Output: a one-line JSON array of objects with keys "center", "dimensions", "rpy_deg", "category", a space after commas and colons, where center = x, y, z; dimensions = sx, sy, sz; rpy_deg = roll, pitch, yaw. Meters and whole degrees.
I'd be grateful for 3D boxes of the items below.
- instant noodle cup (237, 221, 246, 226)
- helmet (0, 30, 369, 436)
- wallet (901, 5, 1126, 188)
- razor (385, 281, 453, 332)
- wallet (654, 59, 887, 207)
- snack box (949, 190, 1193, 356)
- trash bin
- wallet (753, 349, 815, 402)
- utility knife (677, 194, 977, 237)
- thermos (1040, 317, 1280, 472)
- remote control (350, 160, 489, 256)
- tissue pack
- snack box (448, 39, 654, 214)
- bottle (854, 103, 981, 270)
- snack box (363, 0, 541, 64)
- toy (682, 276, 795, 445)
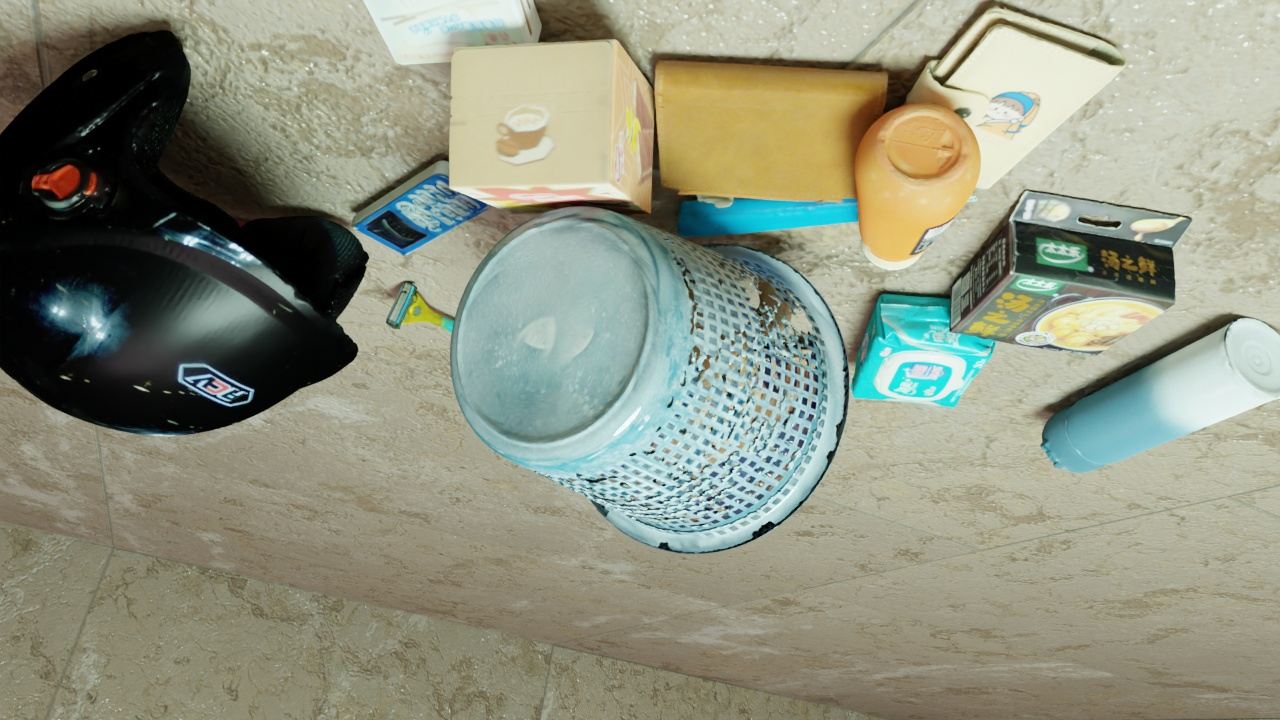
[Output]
[{"center": [-0.340, -0.037, 0.790], "dimensions": [0.138, 0.137, 0.109], "rpy_deg": [13, 163, -8], "category": "instant noodle cup"}, {"center": [-0.319, -0.060, 0.615], "dimensions": [0.275, 0.230, 0.233], "rpy_deg": [40, 171, 32], "category": "helmet"}, {"center": [0.194, -0.143, 0.514], "dimensions": [0.087, 0.024, 0.115], "rpy_deg": [17, 155, -10], "category": "wallet"}, {"center": [-0.171, -0.029, 0.854], "dimensions": [0.132, 0.043, 0.028], "rpy_deg": [24, 177, -37], "category": "razor"}, {"center": [0.076, -0.135, 0.558], "dimensions": [0.132, 0.031, 0.108], "rpy_deg": [5, 150, 8], "category": "wallet"}, {"center": [0.293, -0.055, 0.638], "dimensions": [0.113, 0.053, 0.126], "rpy_deg": [9, 159, -1], "category": "snack box"}, {"center": [-0.003, 0.003, 0.582], "dimensions": [0.227, 0.226, 0.195], "rpy_deg": [-6, 164, 28], "category": "trash bin"}, {"center": [0.130, 0.015, 0.846], "dimensions": [0.101, 0.020, 0.115], "rpy_deg": [-3, 159, 22], "category": "wallet"}, {"center": [0.121, -0.103, 0.623], "dimensions": [0.203, 0.018, 0.034], "rpy_deg": [-1, 156, 19], "category": "utility knife"}, {"center": [0.425, 0.038, 0.764], "dimensions": [0.070, 0.070, 0.221], "rpy_deg": [14, 154, -10], "category": "thermos"}, {"center": [-0.164, -0.113, 0.687], "dimensions": [0.125, 0.024, 0.049], "rpy_deg": [-18, 143, 41], "category": "remote control"}, {"center": [0.229, -0.003, 0.754], "dimensions": [0.093, 0.050, 0.134], "rpy_deg": [5, 154, 5], "category": "tissue pack"}, {"center": [-0.047, -0.128, 0.523], "dimensions": [0.093, 0.077, 0.094], "rpy_deg": [2, 180, 14], "category": "snack box"}, {"center": [0.158, -0.092, 0.550], "dimensions": [0.067, 0.066, 0.149], "rpy_deg": [4, 165, 9], "category": "bottle"}, {"center": [-0.111, -0.216, 0.459], "dimensions": [0.085, 0.026, 0.157], "rpy_deg": [2, 153, 12], "category": "snack box"}, {"center": [0.044, -0.008, 0.751], "dimensions": [0.143, 0.082, 0.227], "rpy_deg": [32, 150, 5], "category": "toy"}]
